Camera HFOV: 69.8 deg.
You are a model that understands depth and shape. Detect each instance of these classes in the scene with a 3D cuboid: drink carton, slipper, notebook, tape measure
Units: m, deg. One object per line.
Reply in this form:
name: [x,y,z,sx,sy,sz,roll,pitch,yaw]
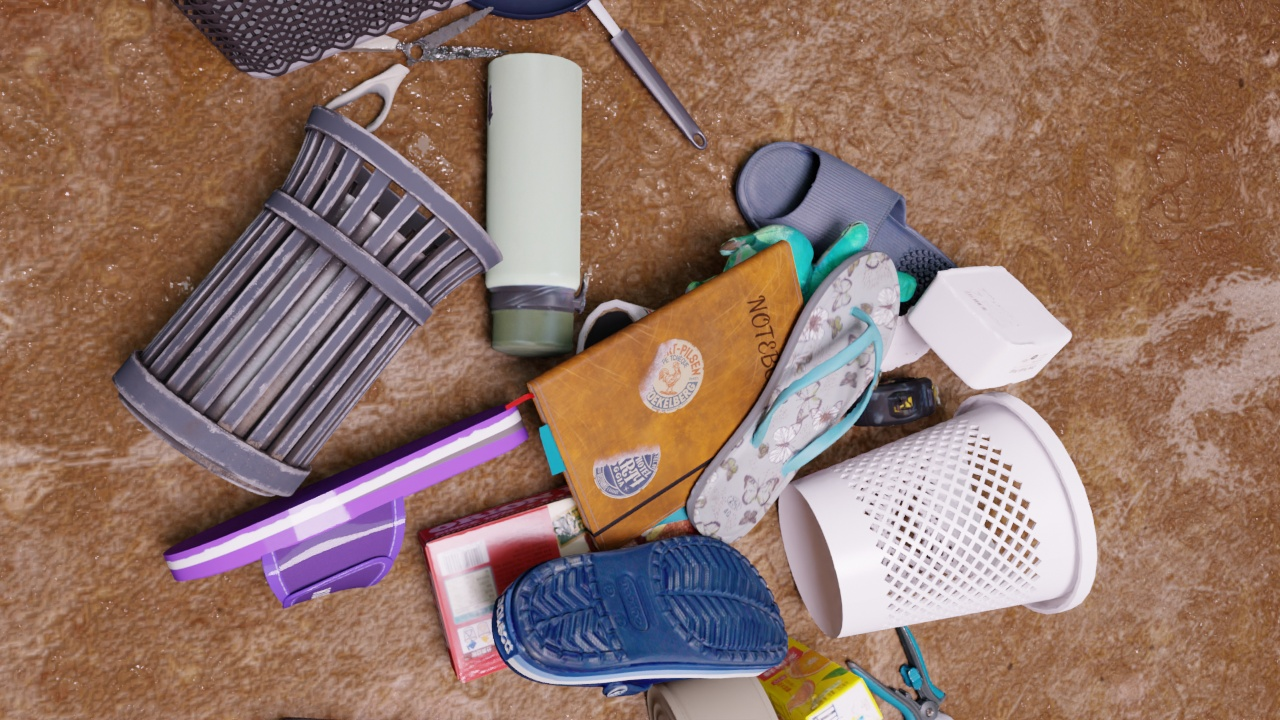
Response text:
drink carton: [0.138,0.277,0.769,0.058,0.135,0.043,-30,96,-15]
slipper: [0.210,-0.114,0.828,0.263,0.083,0.101,31,79,-17]
notebook: [0.036,0.039,0.711,0.248,0.014,0.178,-30,121,-20]
slipper: [0.139,0.039,0.731,0.098,0.055,0.269,33,91,-37]
tape measure: [0.224,0.038,0.836,0.071,0.072,0.042,-16,100,-47]
slipper: [-0.198,0.122,0.678,0.266,0.107,0.084,-24,97,-22]
slipper: [-0.003,0.194,0.685,0.252,0.095,0.105,11,47,-36]

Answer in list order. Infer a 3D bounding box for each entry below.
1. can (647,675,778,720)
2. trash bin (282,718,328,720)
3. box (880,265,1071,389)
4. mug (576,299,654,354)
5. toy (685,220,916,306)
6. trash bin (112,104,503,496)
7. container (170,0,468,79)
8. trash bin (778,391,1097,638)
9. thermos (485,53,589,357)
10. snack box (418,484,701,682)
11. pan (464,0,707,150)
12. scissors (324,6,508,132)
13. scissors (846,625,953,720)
can: [0.062,0.313,0.747,0.073,0.128,0.128,-15,94,-17]
trash bin: [-0.194,0.394,0.676,0.191,0.098,0.219,11,84,-18]
box: [0.270,-0.012,0.808,0.108,0.137,0.128,-6,48,-40]
mug: [-0.004,0.004,0.750,0.089,0.105,0.073,12,47,-46]
toy: [0.140,-0.064,0.775,0.193,0.131,0.072,13,50,-16]
trash bin: [-0.232,-0.034,0.640,0.164,0.164,0.227,39,81,-14]
container: [-0.222,-0.351,0.584,0.245,0.244,0.247,-27,95,-11]
trash bin: [0.238,0.145,0.789,0.199,0.195,0.195,-14,93,-9]
thermos: [-0.082,-0.118,0.732,0.082,0.082,0.231,1,88,-19]
snack box: [-0.050,0.161,0.746,0.236,0.060,0.113,-15,94,-18]
pan: [-0.056,-0.320,0.772,0.198,0.021,0.356,-43,101,-15]
scissors: [-0.197,-0.241,0.721,0.162,0.012,0.158,32,87,-11]
scissors: [0.251,0.309,0.868,0.124,0.019,0.156,-1,88,-18]
